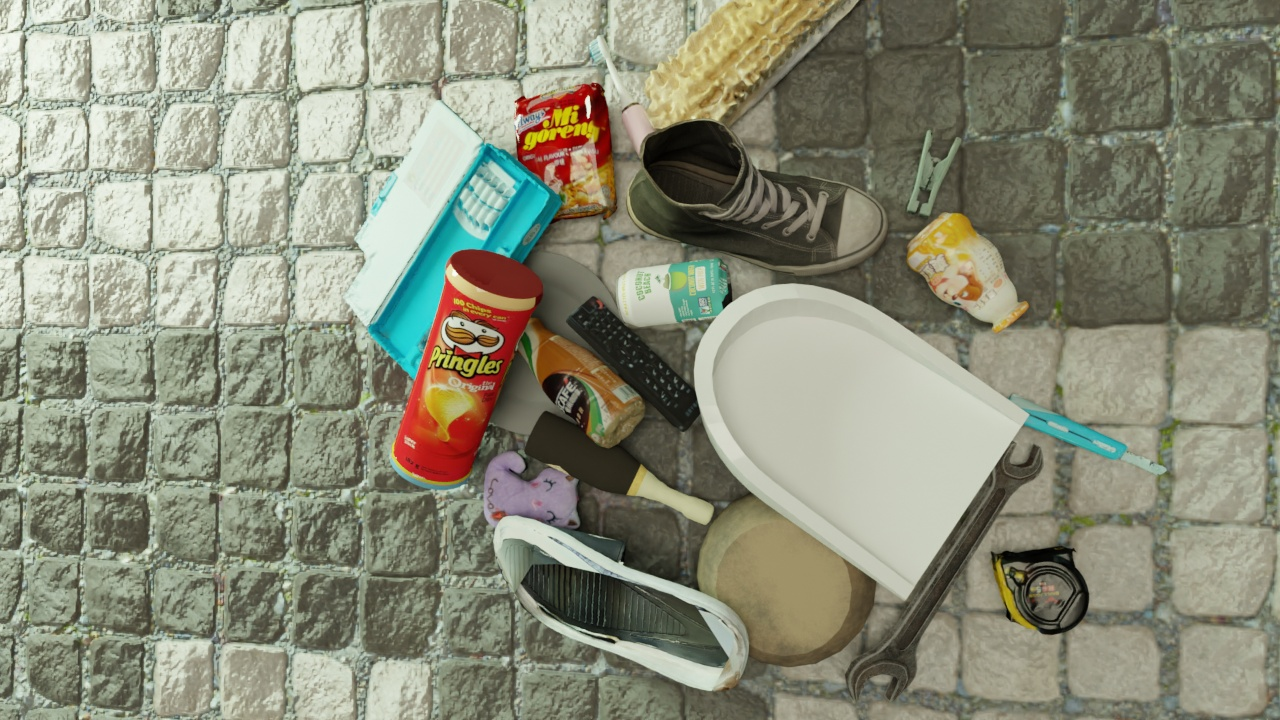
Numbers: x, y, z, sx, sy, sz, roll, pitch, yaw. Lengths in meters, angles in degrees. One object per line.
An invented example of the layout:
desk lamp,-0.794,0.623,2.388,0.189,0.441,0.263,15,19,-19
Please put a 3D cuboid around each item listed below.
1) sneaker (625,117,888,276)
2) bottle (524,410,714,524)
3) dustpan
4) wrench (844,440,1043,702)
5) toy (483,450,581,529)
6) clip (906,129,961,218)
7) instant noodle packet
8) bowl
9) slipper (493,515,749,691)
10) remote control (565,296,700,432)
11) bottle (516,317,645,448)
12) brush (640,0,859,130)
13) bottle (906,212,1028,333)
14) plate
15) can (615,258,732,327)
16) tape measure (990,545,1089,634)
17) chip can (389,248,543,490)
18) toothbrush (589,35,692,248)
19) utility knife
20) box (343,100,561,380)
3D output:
sneaker,0.106,-0.139,0.788,0.235,0.120,0.095,16,82,0
bottle,-0.017,0.106,0.860,0.184,0.045,0.045,26,95,2
dustpan,0.168,0.044,0.782,0.258,0.053,0.191,34,77,19
wrench,0.267,0.187,0.802,0.070,0.010,0.273,29,95,-26
toy,-0.105,0.127,0.885,0.100,0.036,0.080,-3,83,13
clip,0.259,-0.165,0.817,0.037,0.023,0.075,18,95,11
instant noodle packet,-0.074,-0.195,0.880,0.099,0.039,0.135,-5,89,19
bowl,0.128,0.195,0.817,0.162,0.070,0.162,0,90,12
slipper,-0.018,0.212,0.839,0.264,0.062,0.111,17,118,27
remote control,-0.005,0.005,0.855,0.150,0.047,0.022,44,135,1
bottle,-0.071,0.008,0.854,0.167,0.059,0.059,42,98,18
brush,0.113,-0.303,0.830,0.271,0.056,0.083,-43,80,8
bottle,0.283,-0.074,0.790,0.063,0.063,0.109,-44,81,8
plate,-0.102,-0.017,0.897,0.178,0.012,0.178,0,90,12
can,0.032,-0.062,0.847,0.102,0.055,0.055,-6,88,12
tape measure,0.344,0.196,0.787,0.071,0.042,0.072,-9,83,7
chip can,-0.163,0.011,0.838,0.087,0.086,0.214,30,117,11
toothbrush,0.004,-0.210,0.869,0.027,0.027,0.222,-28,83,21
utility knife,0.385,0.065,0.793,0.141,0.015,0.022,22,97,9
box,-0.203,-0.117,0.894,0.181,0.039,0.227,42,106,20
